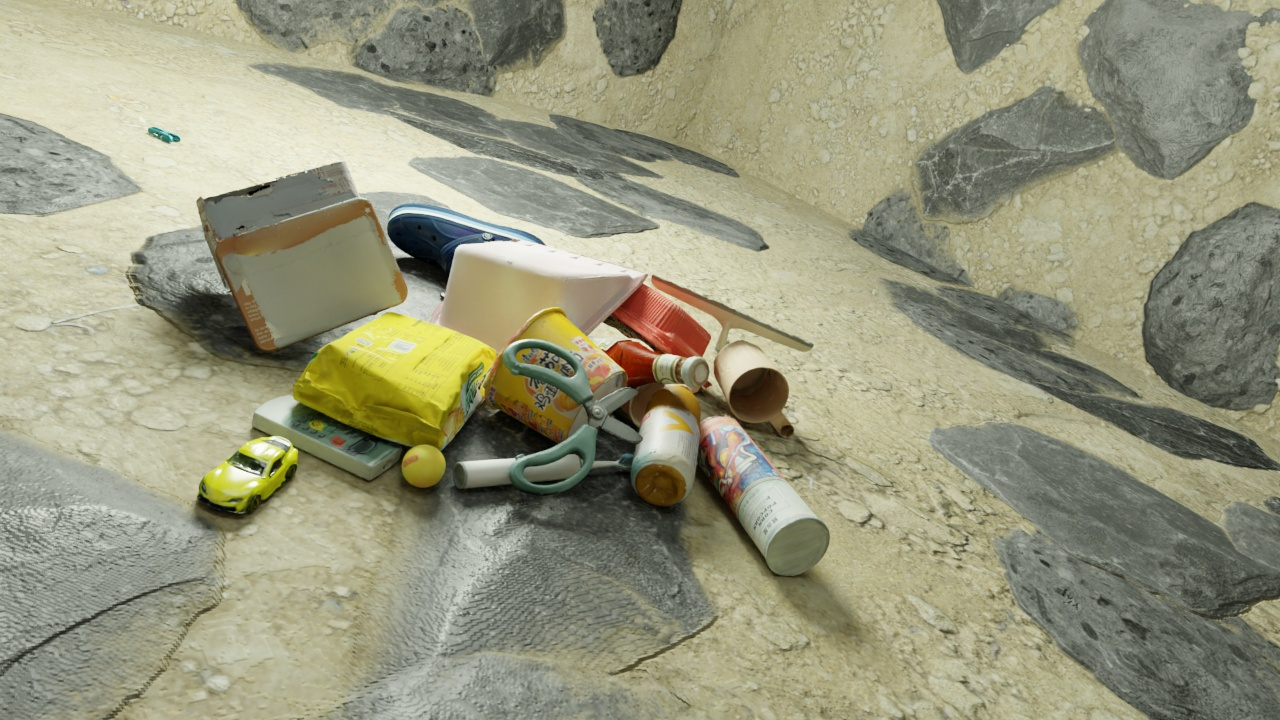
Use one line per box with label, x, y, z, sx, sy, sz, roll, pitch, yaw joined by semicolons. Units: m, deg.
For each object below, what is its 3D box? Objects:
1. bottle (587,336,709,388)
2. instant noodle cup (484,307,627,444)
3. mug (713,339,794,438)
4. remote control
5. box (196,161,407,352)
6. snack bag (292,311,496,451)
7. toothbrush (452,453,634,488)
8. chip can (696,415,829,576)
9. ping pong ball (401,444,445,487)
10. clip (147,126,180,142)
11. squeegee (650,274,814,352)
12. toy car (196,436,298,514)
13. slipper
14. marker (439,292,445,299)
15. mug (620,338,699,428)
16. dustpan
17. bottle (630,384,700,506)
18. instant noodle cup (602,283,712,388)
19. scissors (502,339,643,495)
bottle;-0.006;0.006;1.073;0.059;0.060;0.206;-3;6;-45
instant noodle cup;-0.089;0.027;1.028;0.110;0.138;0.137;36;25;17
mug;0.162;0.040;1.276;0.124;0.084;0.103;49;8;-24
remote control;-0.299;0.071;0.875;0.135;0.019;0.056;23;21;10
box;-0.392;-0.110;1.076;0.182;0.193;0.157;-21;-3;-23
snack bag;-0.248;0.013;0.973;0.158;0.068;0.246;19;16;-1
toothbrush;-0.091;0.111;0.949;0.220;0.026;0.026;1;39;-40
chip can;0.124;0.140;1.005;0.071;0.071;0.214;10;22;-25
ping pong ball;-0.203;0.099;0.860;0.040;0.040;0.040;17;21;-7
clip;-0.823;-0.388;1.579;0.057;0.015;0.049;22;23;8
squeegee;0.126;-0.033;1.395;0.246;0.039;0.247;24;-9;7
toy car;-0.329;0.093;0.777;0.048;0.032;0.105;21;22;2
slipper;-0.265;-0.160;1.395;0.253;0.105;0.095;13;48;-1
marker;-0.240;-0.070;1.293;0.124;0.015;0.018;29;21;30
mug;0.016;0.026;1.169;0.114;0.082;0.106;-10;30;-23
dustpan;-0.151;-0.073;1.228;0.223;0.139;0.272;18;14;24
bottle;0.033;0.083;1.029;0.068;0.068;0.189;18;32;-3
instant noodle cup;0.023;-0.046;1.303;0.189;0.079;0.164;36;-1;36
scissors;-0.086;0.062;0.927;0.170;0.019;0.178;33;57;-1
